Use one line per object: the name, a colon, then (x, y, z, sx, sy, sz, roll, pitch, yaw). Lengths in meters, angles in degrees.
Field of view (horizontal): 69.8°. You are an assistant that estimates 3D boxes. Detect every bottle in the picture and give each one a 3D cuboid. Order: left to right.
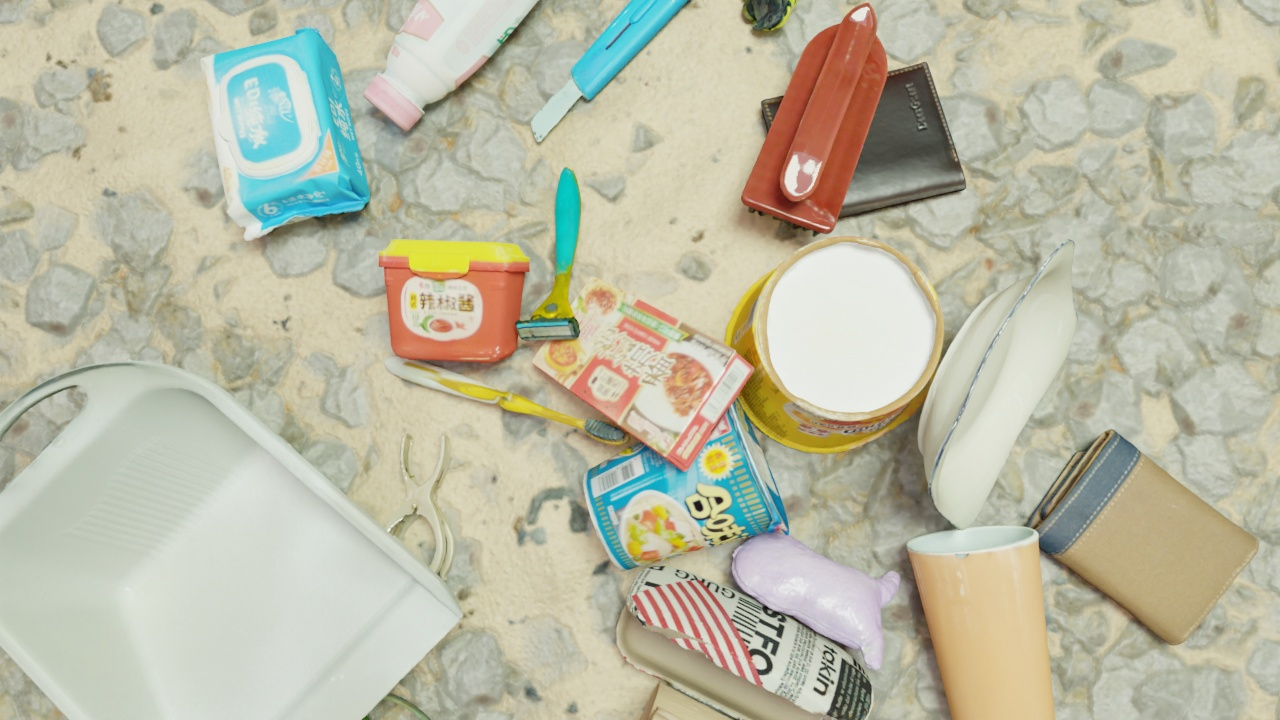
bottle: (-0.119, -0.250, 0.649, 0.068, 0.068, 0.197, 40, 91, 8)

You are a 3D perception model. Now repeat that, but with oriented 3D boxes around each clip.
clip: (-0.137, 0.104, 0.625, 0.083, 0.035, 0.104, 16, 77, 9)

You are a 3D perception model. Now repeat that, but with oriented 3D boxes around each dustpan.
dustpan: (-0.288, 0.132, 0.562, 0.222, 0.142, 0.258, -46, 62, -1)

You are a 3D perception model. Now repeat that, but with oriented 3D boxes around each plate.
plate: (0.209, 0.016, 0.551, 0.034, 0.164, 0.163, 28, 84, 32)

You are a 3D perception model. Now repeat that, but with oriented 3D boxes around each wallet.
wallet: (0.153, -0.149, 0.638, 0.122, 0.020, 0.096, -13, 82, 1)
wallet: (0.318, 0.112, 0.586, 0.115, 0.033, 0.090, 37, 90, 7)

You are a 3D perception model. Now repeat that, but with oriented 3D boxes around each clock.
clock: (-0.189, 0.292, 0.593, 0.116, 0.056, 0.161, 31, 86, 6)

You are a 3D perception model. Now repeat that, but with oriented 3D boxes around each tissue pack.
tissue pack: (-0.251, -0.160, 0.649, 0.090, 0.063, 0.140, -15, 82, 3)

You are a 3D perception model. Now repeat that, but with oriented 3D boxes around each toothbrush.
toothbrush: (-0.095, 0.025, 0.620, 0.191, 0.018, 0.016, 16, 78, 18)

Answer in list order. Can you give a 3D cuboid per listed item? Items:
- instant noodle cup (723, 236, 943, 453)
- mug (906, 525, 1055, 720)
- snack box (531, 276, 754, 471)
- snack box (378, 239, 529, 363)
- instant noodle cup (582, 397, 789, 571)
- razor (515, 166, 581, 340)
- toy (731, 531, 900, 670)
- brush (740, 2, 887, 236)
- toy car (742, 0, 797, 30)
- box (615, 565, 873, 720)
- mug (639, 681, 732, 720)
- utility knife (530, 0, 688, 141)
instant noodle cup: (0.123, -0.013, 0.577, 0.138, 0.110, 0.138, -1, 82, 4)
mug: (0.215, 0.170, 0.569, 0.078, 0.078, 0.122, -10, 88, 3)
snack box: (-0.003, 0.003, 0.584, 0.153, 0.025, 0.075, 31, 85, 47)
snack box: (-0.124, -0.040, 0.620, 0.091, 0.082, 0.080, 2, 97, 6)
instant noodle cup: (0.026, 0.083, 0.586, 0.110, 0.099, 0.099, -23, 82, 9)
razor: (-0.055, -0.075, 0.634, 0.043, 0.028, 0.132, -4, 66, 17)
toy: (0.111, 0.142, 0.586, 0.108, 0.083, 0.039, 21, 125, 16)
brush: (0.120, -0.158, 0.596, 0.063, 0.069, 0.145, 21, 80, 6)
toy car: (0.091, -0.284, 0.647, 0.032, 0.048, 0.105, -5, 80, -29)
box: (0.061, 0.194, 0.586, 0.163, 0.076, 0.088, 22, 118, 7)
mug: (0.044, 0.250, 0.548, 0.103, 0.125, 0.084, 24, 57, 5)
utility knife: (-0.013, -0.231, 0.661, 0.034, 0.018, 0.191, 43, 90, 13)
